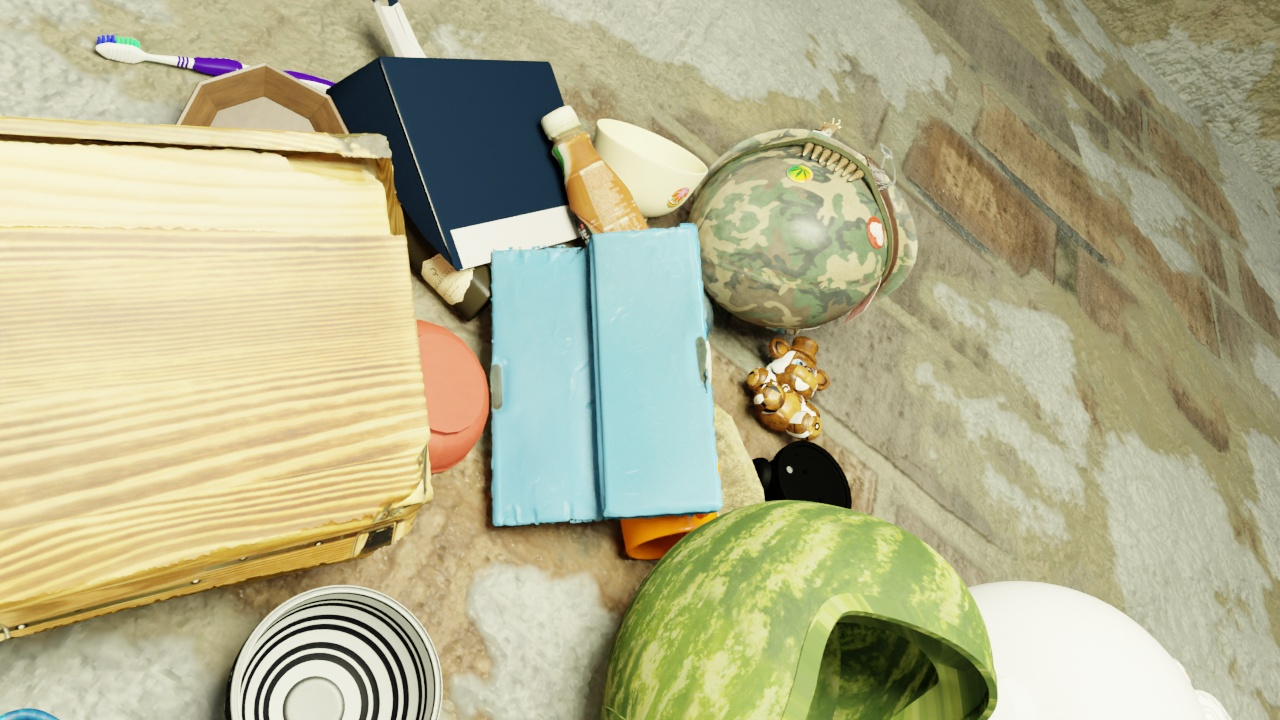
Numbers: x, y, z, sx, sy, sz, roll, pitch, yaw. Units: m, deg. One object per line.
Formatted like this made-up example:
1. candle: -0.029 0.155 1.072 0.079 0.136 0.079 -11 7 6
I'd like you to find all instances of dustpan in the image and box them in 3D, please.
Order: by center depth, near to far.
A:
1. dustpan: -0.164 -0.219 0.814 0.235 0.080 0.273 -29 103 -58

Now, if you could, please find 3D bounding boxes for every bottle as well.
1. bottle: -0.191 -0.113 0.756 0.184 0.046 0.045 45 46 -4
2. bottle: -0.041 -0.153 0.848 0.059 0.059 0.167 -35 102 -44

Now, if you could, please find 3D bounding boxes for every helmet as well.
1. helmet: 0.101 0.211 0.635 0.246 0.243 0.213 -39 120 -21
2. helmet: 0.159 -0.127 0.914 0.224 0.193 0.235 10 32 3

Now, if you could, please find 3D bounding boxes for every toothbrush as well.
1. toothbrush: -0.338 -0.239 0.749 0.186 0.015 0.016 -1 58 -38

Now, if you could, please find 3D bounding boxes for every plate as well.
1. plate: -0.286 -0.159 0.704 0.131 0.025 0.131 4 82 -26

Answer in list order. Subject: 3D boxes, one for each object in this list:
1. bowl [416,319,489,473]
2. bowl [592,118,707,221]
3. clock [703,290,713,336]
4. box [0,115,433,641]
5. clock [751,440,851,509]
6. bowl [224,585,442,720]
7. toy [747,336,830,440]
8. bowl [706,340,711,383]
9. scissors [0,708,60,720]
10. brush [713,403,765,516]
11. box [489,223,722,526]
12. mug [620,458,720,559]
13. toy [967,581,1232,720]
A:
1. bowl: -0.158 0.021 0.684 0.122 0.035 0.121 23 57 -40
2. bowl: -0.002 -0.179 0.911 0.118 0.074 0.117 21 24 -10
3. clock: 0.017 -0.032 0.859 0.090 0.052 0.129 41 51 -8
4. box: -0.269 0.016 0.502 0.278 0.221 0.258 -6 69 -41
5. clock: 0.142 0.126 0.856 0.120 0.043 0.091 -16 73 -42
6. bowl: -0.187 0.201 0.545 0.120 0.067 0.120 19 53 -27
7. toy: 0.150 0.024 0.914 0.087 0.067 0.112 37 59 -12
8. bowl: -0.005 0.004 0.767 0.061 0.118 0.117 -24 78 -53
9. scissors: -0.294 0.229 0.488 0.137 0.012 0.127 -17 72 -39
10. brush: 0.080 0.127 0.794 0.059 0.043 0.195 -13 72 -6
11. box: -0.032 0.010 0.706 0.174 0.033 0.231 -6 71 2
12. mug: 0.027 0.097 0.739 0.077 0.113 0.095 5 60 -31
13. toy: 0.320 0.309 0.725 0.280 0.266 0.262 18 54 -48
